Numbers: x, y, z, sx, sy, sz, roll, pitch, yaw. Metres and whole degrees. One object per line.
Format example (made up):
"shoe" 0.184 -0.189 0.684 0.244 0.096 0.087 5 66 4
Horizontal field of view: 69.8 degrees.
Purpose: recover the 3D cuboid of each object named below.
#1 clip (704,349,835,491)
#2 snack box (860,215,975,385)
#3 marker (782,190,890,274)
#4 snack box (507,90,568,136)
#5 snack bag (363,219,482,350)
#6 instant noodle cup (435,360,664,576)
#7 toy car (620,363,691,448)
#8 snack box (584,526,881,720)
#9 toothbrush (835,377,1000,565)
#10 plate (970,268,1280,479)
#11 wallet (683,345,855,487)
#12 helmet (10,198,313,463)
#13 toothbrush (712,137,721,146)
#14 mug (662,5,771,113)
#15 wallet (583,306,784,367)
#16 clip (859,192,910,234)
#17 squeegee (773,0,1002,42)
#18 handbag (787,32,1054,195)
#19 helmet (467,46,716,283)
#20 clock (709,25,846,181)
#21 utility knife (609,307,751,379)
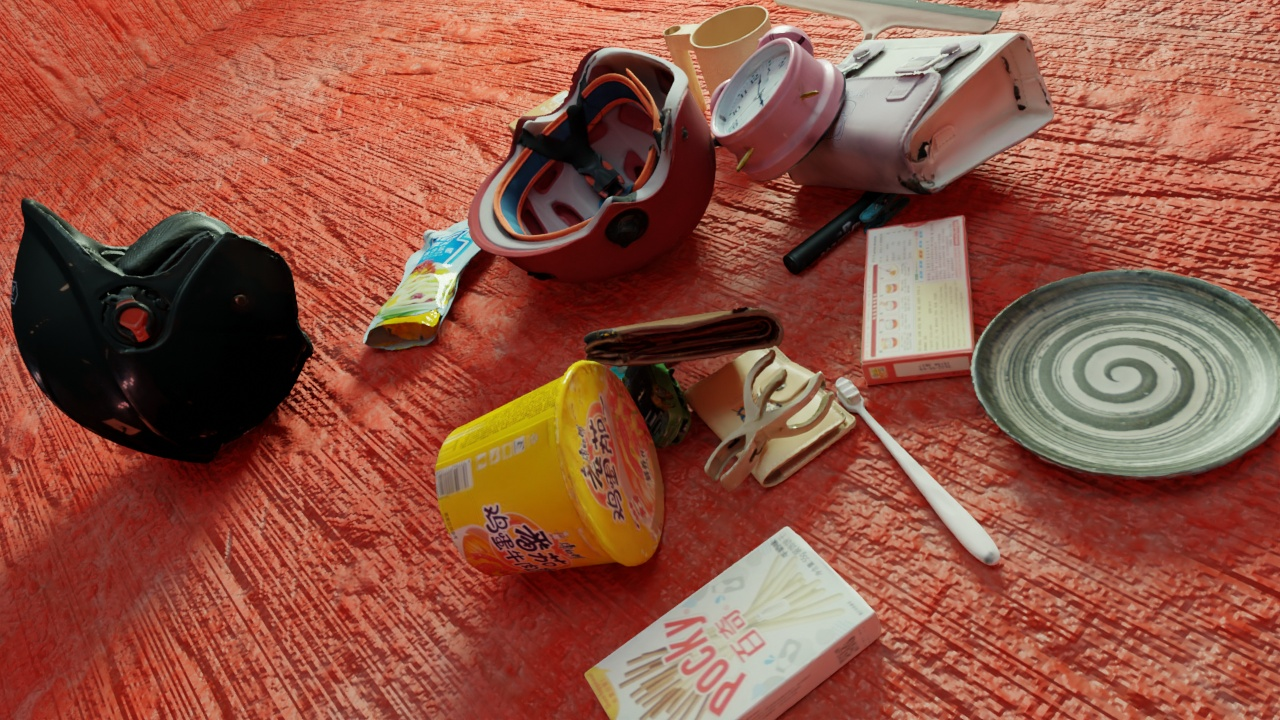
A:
"clip" 0.080 0.035 0.633 0.103 0.035 0.092 -34 46 6
"snack box" 0.209 -0.049 0.691 0.077 0.027 0.155 -6 43 22
"marker" 0.175 -0.119 0.793 0.132 0.020 0.022 -38 52 -15
"snack box" -0.075 -0.220 0.983 0.077 0.094 0.093 -34 40 -9
"snack bag" -0.215 -0.089 0.963 0.110 0.039 0.190 -16 38 30
"instant noodle cup" -0.062 0.082 0.620 0.110 0.138 0.137 -19 39 23
"toy car" 0.010 0.028 0.702 0.043 0.036 0.091 -61 33 30
"snack box" 0.052 0.172 0.534 0.156 0.027 0.084 -34 40 -10
"toothbrush" 0.173 0.066 0.592 0.016 0.016 0.180 -30 39 -1
"plate" 0.304 0.008 0.576 0.180 0.024 0.179 -14 42 13
"wallet" 0.093 0.033 0.668 0.087 0.024 0.115 -32 38 -9
"helmet" -0.447 -0.033 0.851 0.234 0.274 0.230 18 83 54
"toothbrush" 0.075 -0.230 0.977 0.189 0.014 0.017 -8 52 21
"mug" 0.091 -0.310 0.983 0.125 0.103 0.084 10 51 36
"wallet" 0.028 -0.018 0.659 0.124 0.032 0.101 -9 5 -18
"clip" 0.209 -0.131 0.786 0.056 0.043 0.014 -40 39 -17
"squeegee" 0.213 -0.288 0.945 0.248 0.040 0.249 17 60 20
"handbag" 0.219 -0.210 0.785 0.145 0.098 0.197 -42 26 -7
"helmet" -0.030 -0.157 0.857 0.240 0.144 0.207 -45 45 1
"clock" 0.113 -0.232 0.810 0.117 0.060 0.158 -45 28 27
"utility knife" -0.005 0.004 0.760 0.216 0.013 0.029 -25 39 2
